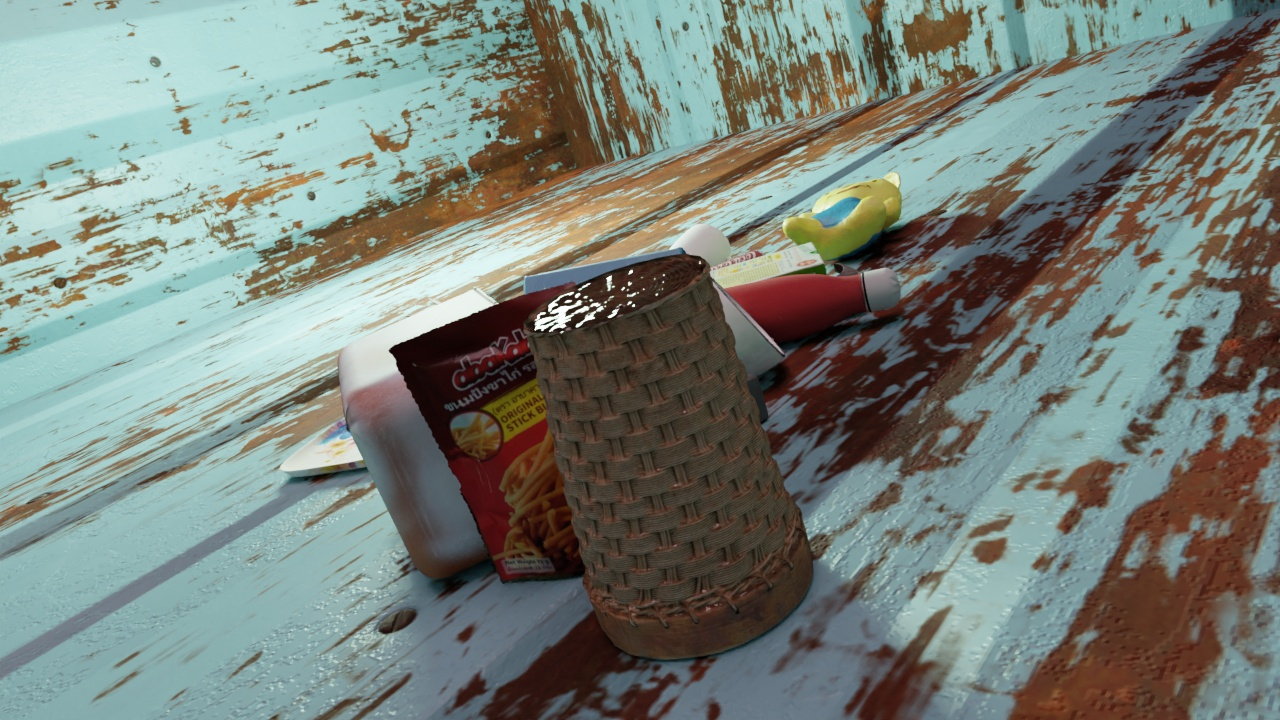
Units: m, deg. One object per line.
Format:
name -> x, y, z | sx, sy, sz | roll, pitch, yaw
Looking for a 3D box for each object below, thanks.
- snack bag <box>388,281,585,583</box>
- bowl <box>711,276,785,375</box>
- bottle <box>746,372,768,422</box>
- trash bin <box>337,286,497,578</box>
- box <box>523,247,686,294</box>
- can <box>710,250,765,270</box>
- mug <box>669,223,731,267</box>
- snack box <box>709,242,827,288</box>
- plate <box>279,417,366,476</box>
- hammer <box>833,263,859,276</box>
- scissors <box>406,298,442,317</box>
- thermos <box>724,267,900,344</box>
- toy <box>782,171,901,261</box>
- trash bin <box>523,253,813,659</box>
snack bag -> -0.080, 0.057, 0.670 | 0.139, 0.208, 0.066 | -20, 18, -8
bowl -> 0.085, -0.024, 0.932 | 0.066, 0.116, 0.116 | -44, 15, 9
bottle -> 0.021, 0.061, 0.830 | 0.173, 0.046, 0.084 | -26, 19, -23
trash bin -> -0.163, 0.056, 0.809 | 0.157, 0.181, 0.260 | -24, 19, -14
box -> -0.038, -0.079, 1.286 | 0.232, 0.094, 0.112 | -11, -26, 11
can -> 0.127, -0.109, 1.236 | 0.096, 0.054, 0.054 | -24, 18, -18
mug -> 0.094, -0.141, 1.354 | 0.114, 0.081, 0.087 | 25, 42, 20
snack box -> 0.139, -0.100, 1.126 | 0.168, 0.027, 0.131 | -16, 16, 9
plate -> -0.330, 0.093, 1.132 | 0.187, 0.016, 0.186 | -11, 19, 23
hammer -> 0.115, -0.058, 1.126 | 0.315, 0.035, 0.137 | -13, 17, 17
scissors -> -0.211, -0.047, 1.288 | 0.224, 0.016, 0.229 | 1, 24, -30
thermos -> 0.163, -0.057, 1.008 | 0.240, 0.073, 0.073 | -11, 19, 19
toy -> 0.298, -0.203, 1.308 | 0.149, 0.084, 0.213 | -8, 17, 24
trash bin -> 0.012, 0.056, 0.578 | 0.151, 0.210, 0.151 | -17, 18, 5
